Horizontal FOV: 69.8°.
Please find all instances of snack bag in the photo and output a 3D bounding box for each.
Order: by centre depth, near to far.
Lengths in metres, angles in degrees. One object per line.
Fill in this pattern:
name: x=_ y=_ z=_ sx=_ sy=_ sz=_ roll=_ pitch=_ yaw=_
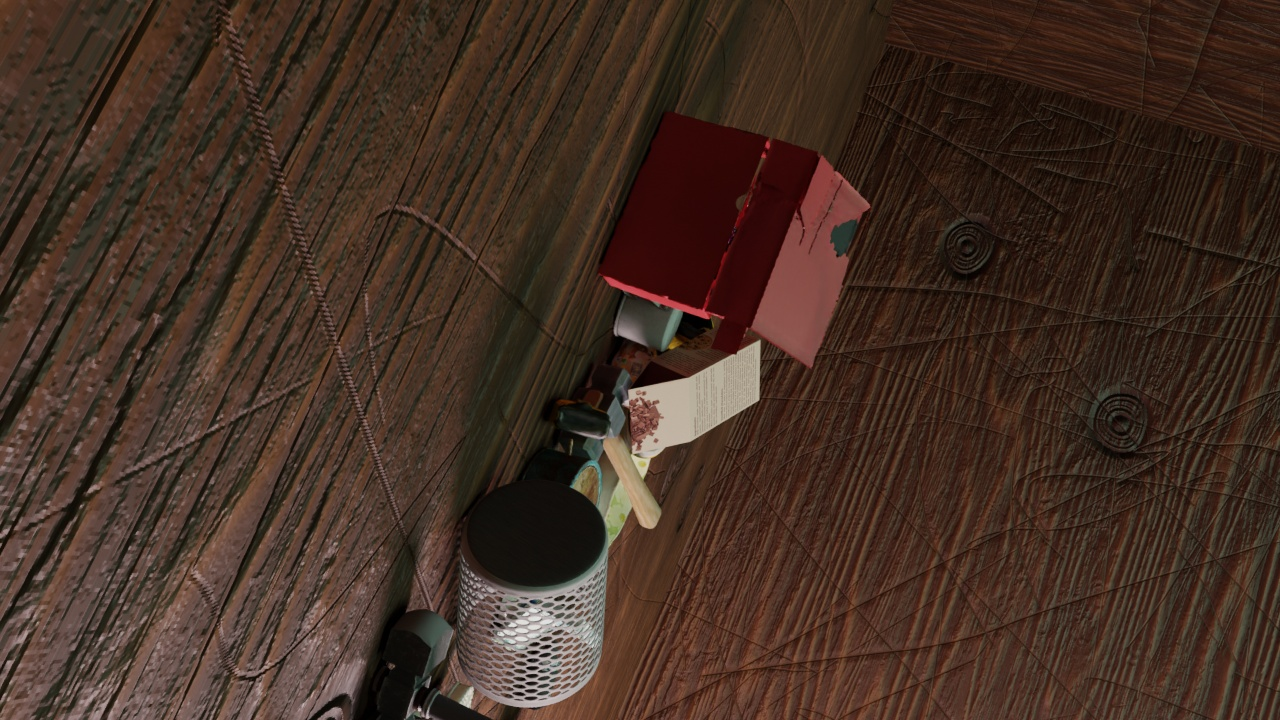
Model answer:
snack bag: x=0.062 y=0.040 z=1.195 sx=0.205 sy=0.070 sz=0.094 roll=-27 pitch=126 yaw=-36

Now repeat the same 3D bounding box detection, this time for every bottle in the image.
bottle: x=-0.007 y=0.007 z=1.223 sx=0.063 sy=0.063 sz=0.109 roll=81 pitch=24 yaw=-67
bottle: x=-0.153 y=0.485 z=1.422 sx=0.047 sy=0.047 sz=0.112 roll=-24 pitch=133 yaw=-73

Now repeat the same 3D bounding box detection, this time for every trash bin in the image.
trash bin: x=-0.110 y=0.233 z=0.936 sx=0.156 sy=0.156 sz=0.184 roll=-55 pitch=159 yaw=-48

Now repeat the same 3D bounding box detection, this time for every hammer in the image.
hammer: x=-0.089 y=0.343 z=0.796 sx=0.043 sy=0.322 sz=0.156 roll=-20 pitch=130 yaw=-74
hammer: x=-0.022 y=0.139 z=1.221 sx=0.117 sy=0.051 sz=0.323 roll=-63 pitch=152 yaw=-27

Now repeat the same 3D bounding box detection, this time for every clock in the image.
clock: x=-0.099 y=0.177 z=1.069 sx=0.121 sy=0.073 sz=0.158 roll=-56 pitch=151 yaw=-48

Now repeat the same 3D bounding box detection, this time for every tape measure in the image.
tape measure: x=-0.069 y=0.064 z=1.040 sx=0.064 sy=0.065 sz=0.037 roll=-158 pitch=-95 yaw=-79

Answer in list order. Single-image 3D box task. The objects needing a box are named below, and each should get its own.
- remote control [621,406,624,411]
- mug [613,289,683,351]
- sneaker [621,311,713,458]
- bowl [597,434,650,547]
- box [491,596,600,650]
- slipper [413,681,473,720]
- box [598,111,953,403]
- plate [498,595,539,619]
remote control: x=-0.008 y=0.035 z=1.394 sx=0.045 sy=0.008 sz=0.147 roll=-37 pitch=146 yaw=-68
mug: x=0.011 y=-0.065 z=1.168 sx=0.113 sy=0.070 sz=0.084 roll=83 pitch=30 yaw=-69
sneaker: x=0.041 y=0.015 z=1.284 sx=0.122 sy=0.086 sz=0.238 roll=129 pitch=-24 yaw=-66
bowl: x=-0.043 y=0.183 z=1.365 sx=0.189 sy=0.060 sz=0.218 roll=92 pitch=23 yaw=-56
box: x=-0.121 y=0.361 z=1.215 sx=0.122 sy=0.078 sz=0.198 roll=-25 pitch=158 yaw=-6
slipper: x=-0.241 y=0.421 z=0.911 sx=0.262 sy=0.052 sz=0.115 roll=-54 pitch=159 yaw=-62
box: x=0.161 y=-0.120 z=1.024 sx=0.124 sy=0.378 sz=0.211 roll=136 pitch=-25 yaw=-82
plate: x=-0.126 y=0.250 z=1.216 sx=0.186 sy=0.016 sz=0.187 roll=-3 pitch=113 yaw=-77
